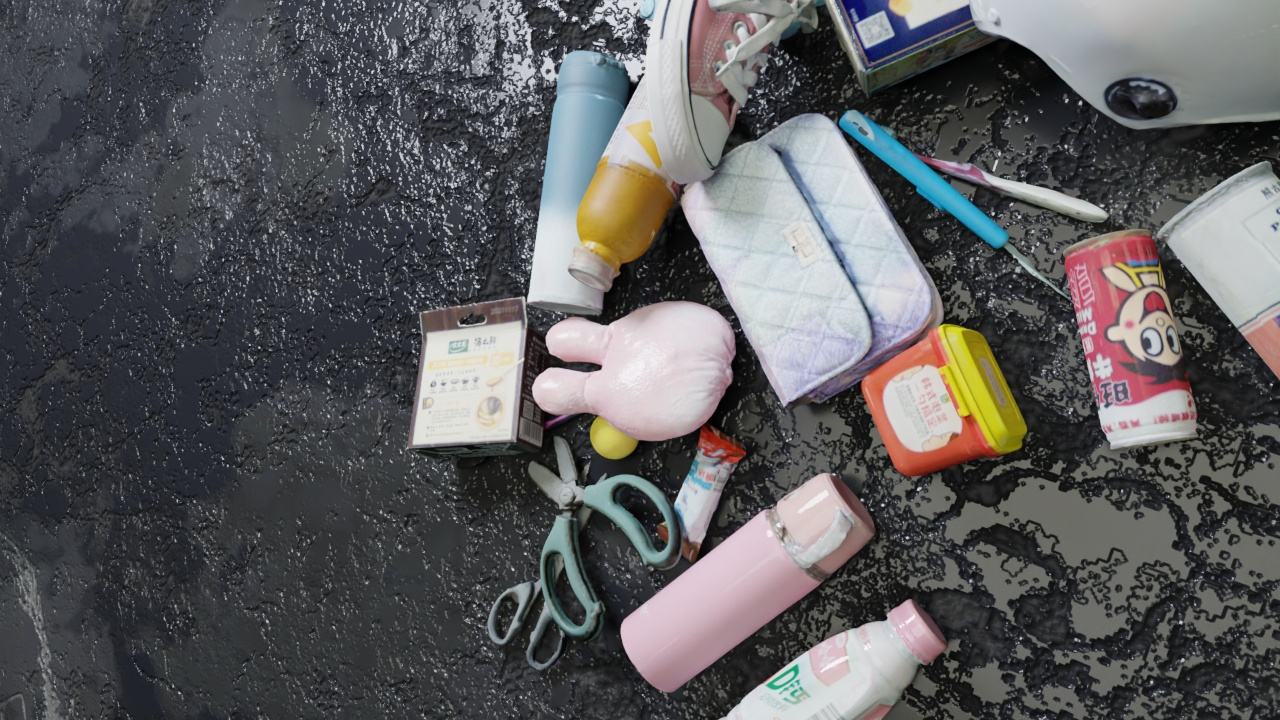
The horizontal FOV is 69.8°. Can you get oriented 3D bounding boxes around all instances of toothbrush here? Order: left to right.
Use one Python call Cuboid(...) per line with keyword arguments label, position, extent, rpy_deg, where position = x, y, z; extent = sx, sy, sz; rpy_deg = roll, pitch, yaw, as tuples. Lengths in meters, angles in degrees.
Cuboid(label="toothbrush", position=(-0.081, 0.056, 0.793), extent=(0.189, 0.017, 0.014), rpy_deg=(-26, 74, 18))
Cuboid(label="toothbrush", position=(0.240, -0.136, 0.656), extent=(0.188, 0.016, 0.017), rpy_deg=(27, 86, 27))

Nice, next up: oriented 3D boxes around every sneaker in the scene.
Cuboid(label="sneaker", position=(0.069, -0.242, 0.656), extent=(0.088, 0.118, 0.240), rpy_deg=(6, 77, 28))

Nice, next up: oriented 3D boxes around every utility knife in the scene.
Cuboid(label="utility knife", position=(0.222, -0.108, 0.643), extent=(0.204, 0.034, 0.018), rpy_deg=(44, 112, 16))

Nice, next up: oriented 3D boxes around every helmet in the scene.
Cuboid(label="helmet", position=(0.333, -0.264, 0.519), extent=(0.259, 0.146, 0.229), rpy_deg=(33, 83, 12))

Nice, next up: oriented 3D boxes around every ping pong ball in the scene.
Cuboid(label="ping pong ball", position=(-0.021, 0.060, 0.745), extent=(0.040, 0.040, 0.040), rpy_deg=(-4, 82, 26))

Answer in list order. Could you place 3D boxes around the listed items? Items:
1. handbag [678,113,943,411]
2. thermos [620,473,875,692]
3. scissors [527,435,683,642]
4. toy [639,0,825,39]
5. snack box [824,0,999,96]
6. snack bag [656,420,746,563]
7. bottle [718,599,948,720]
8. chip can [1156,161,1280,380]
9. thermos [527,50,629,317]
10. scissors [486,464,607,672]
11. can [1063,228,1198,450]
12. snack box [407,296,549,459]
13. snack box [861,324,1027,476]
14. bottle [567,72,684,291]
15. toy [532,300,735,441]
Cuboid(label="handbag", position=(0.121, -0.077, 0.672), extent=(0.134, 0.075, 0.193), rpy_deg=(-33, 69, 21))
Cuboid(label="thermos", position=(0.076, 0.163, 0.660), extent=(0.199, 0.087, 0.067), rpy_deg=(-40, 90, 17))
Cuboid(label="scissors", position=(-0.049, 0.149, 0.746), extent=(0.175, 0.019, 0.176), rpy_deg=(28, 97, 35))
Cuboid(label="toy", position=(0.077, -0.315, 0.740), extent=(0.161, 0.049, 0.156), rpy_deg=(-39, 71, 12))
Cuboid(label="snack box", position=(0.214, -0.308, 0.657), extent=(0.183, 0.045, 0.177), rpy_deg=(-21, 75, 12))
Cuboid(label="snack bag", position=(0.047, 0.102, 0.715), extent=(0.048, 0.026, 0.104), rpy_deg=(30, 97, 38))
Cuboid(label="bottle", position=(0.123, 0.240, 0.640), extent=(0.197, 0.068, 0.068), rpy_deg=(-42, 68, 12))
Cuboid(label="chip can", position=(0.399, -0.010, 0.529), extent=(0.071, 0.071, 0.214), rpy_deg=(-35, 71, 18))
Cuboid(label="thermos", position=(-0.050, -0.150, 0.775), extent=(0.070, 0.070, 0.220), rpy_deg=(4, 85, 27))
Cuboid(label="scissors", position=(-0.079, 0.172, 0.776), extent=(0.151, 0.014, 0.170), rpy_deg=(-17, 76, 22))
Cuboid(label="can", position=(0.311, -0.012, 0.583), extent=(0.053, 0.053, 0.132), rpy_deg=(-12, 78, 24))
Cuboid(label="snack box", position=(-0.140, 0.018, 0.796), extent=(0.113, 0.053, 0.125), rpy_deg=(-6, 68, 25))
Cuboid(label="snack box", position=(0.201, 0.030, 0.619), extent=(0.080, 0.081, 0.091), rpy_deg=(-29, 72, 31))
Cuboid(label="bottle", position=(-0.001, -0.145, 0.724), extent=(0.068, 0.068, 0.189), rpy_deg=(20, 78, 27))
Cuboid(label="toy", position=(-0.004, 0.004, 0.724), extent=(0.160, 0.054, 0.121), rpy_deg=(4, 62, 19))
